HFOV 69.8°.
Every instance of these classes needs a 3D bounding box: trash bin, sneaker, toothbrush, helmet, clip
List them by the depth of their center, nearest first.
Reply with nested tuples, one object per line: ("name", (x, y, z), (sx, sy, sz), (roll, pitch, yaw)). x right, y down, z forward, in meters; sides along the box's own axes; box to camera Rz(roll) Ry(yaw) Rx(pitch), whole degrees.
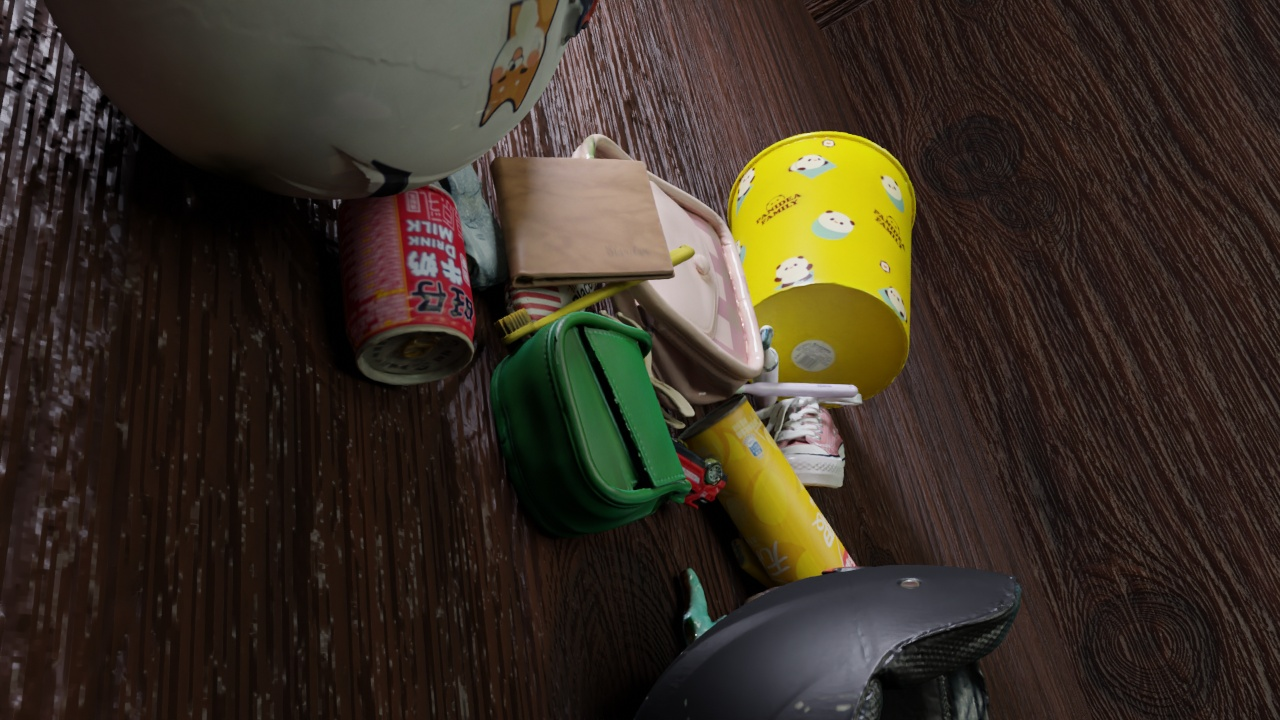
("helmet", (-0.142, -0.158, 0.430), (0.273, 0.230, 0.157), (-44, 149, -69))
("helmet", (0.121, 0.238, 0.525), (0.274, 0.231, 0.233), (3, 79, -62))
("toothbrush", (-0.026, -0.050, 0.631), (0.189, 0.016, 0.016), (-29, 92, -42))
("clip", (-0.003, -0.001, 0.660), (0.035, 0.102, 0.095), (5, 98, -62))
("toothbrush", (0.129, 0.025, 0.878), (0.189, 0.021, 0.029), (4, 36, -23))
("toothbrush", (0.123, 0.007, 0.900), (0.221, 0.027, 0.026), (67, 28, -71))
("sneaker", (0.163, 0.079, 0.922), (0.240, 0.118, 0.088), (-5, 90, -71))
("trash bin", (0.207, -0.097, 1.054), (0.229, 0.230, 0.254), (49, 33, -31))

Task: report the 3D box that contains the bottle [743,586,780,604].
("bottle", (0.139, 0.283, 0.741), (0.079, 0.044, 0.195), (-71, 137, -79))

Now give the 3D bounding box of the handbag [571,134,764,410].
("handbag", (0.008, -0.087, 0.760), (0.234, 0.093, 0.193), (44, 29, -46))

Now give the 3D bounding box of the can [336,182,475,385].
("can", (-0.125, -0.041, 0.489), (0.066, 0.067, 0.093), (28, 43, -54))

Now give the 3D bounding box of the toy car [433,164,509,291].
("toy car", (-0.121, -0.103, 0.597), (0.120, 0.037, 0.054), (61, 23, -18))

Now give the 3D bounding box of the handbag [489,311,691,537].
("handbag", (-0.026, 0.041, 0.583), (0.120, 0.068, 0.131), (3, 64, -49))

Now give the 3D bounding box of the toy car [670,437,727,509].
("toy car", (0.016, 0.073, 0.683), (0.120, 0.045, 0.053), (38, -9, -40))

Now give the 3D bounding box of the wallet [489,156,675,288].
("wallet", (-0.040, -0.096, 0.629), (0.115, 0.020, 0.101), (-5, 62, -18))

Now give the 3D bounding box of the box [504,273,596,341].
("box", (-0.066, -0.060, 0.671), (0.163, 0.052, 0.069), (-73, 148, -56))

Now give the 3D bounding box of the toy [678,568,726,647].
("toy", (0.056, 0.202, 0.674), (0.092, 0.030, 0.096), (36, 31, -51))

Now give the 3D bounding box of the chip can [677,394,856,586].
("chip can", (0.118, 0.135, 0.780), (0.213, 0.072, 0.072), (57, 24, -1))

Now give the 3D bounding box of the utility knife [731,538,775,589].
("utility knife", (0.123, 0.200, 0.832), (0.156, 0.015, 0.033), (43, 26, -39))
